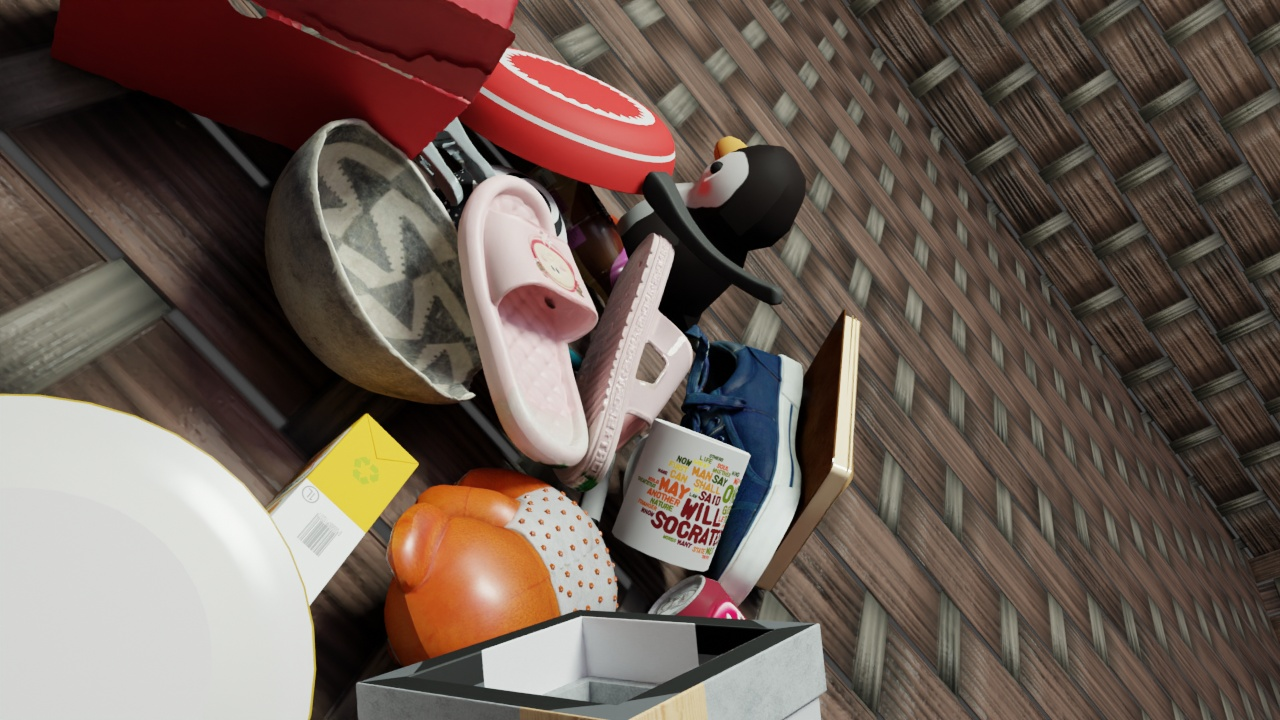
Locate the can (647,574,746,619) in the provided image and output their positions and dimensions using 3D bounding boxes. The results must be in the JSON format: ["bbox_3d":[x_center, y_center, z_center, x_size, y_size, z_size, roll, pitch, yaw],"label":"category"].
[{"bbox_3d":[0.058,0.214,0.655,0.114,0.063,0.063,53,32,-5],"label":"can"}]

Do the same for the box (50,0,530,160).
[{"bbox_3d":[-0.169,-0.230,0.489,0.210,0.319,0.121,17,44,-32],"label":"box"}]

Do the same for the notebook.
[{"bbox_3d":[0.147,0.078,0.811,0.024,0.168,0.224,23,37,-1],"label":"notebook"}]

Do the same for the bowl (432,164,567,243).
[{"bbox_3d":[-0.102,-0.108,0.725,0.120,0.067,0.120,33,39,-32],"label":"bowl"}]

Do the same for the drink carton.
[{"bbox_3d":[-0.172,0.087,0.466,0.040,0.059,0.122,48,33,-13],"label":"drink carton"}]

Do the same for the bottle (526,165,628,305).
[{"bbox_3d":[-0.041,-0.097,0.803,0.166,0.060,0.059,56,32,0],"label":"bottle"}]

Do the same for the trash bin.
[{"bbox_3d":[-0.008,0.248,0.387,0.142,0.143,0.247,0,83,-53],"label":"trash bin"}]

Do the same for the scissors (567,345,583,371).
[{"bbox_3d":[-0.079,-0.027,0.704,0.123,0.019,0.148,57,14,-18],"label":"scissors"}]

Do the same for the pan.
[{"bbox_3d":[-0.014,-0.164,0.757,0.356,0.067,0.208,37,27,24],"label":"pan"}]

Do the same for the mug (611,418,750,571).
[{"bbox_3d":[0.022,0.094,0.684,0.073,0.105,0.089,22,88,-35],"label":"mug"}]

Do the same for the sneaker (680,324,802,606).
[{"bbox_3d":[0.067,0.073,0.780,0.127,0.121,0.293,23,37,-7],"label":"sneaker"}]

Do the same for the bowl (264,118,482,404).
[{"bbox_3d":[-0.170,-0.049,0.555,0.178,0.081,0.178,-20,89,-79],"label":"bowl"}]

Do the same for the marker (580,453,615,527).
[{"bbox_3d":[-0.037,0.101,0.677,0.022,0.016,0.138,23,39,-8],"label":"marker"}]

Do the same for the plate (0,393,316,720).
[{"bbox_3d":[-0.233,0.117,0.332,0.229,0.021,0.229,16,59,-29],"label":"plate"}]

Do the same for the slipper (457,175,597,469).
[{"bbox_3d":[-0.071,-0.033,0.614,0.106,0.056,0.221,31,41,-53],"label":"slipper"}]

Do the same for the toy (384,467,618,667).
[{"bbox_3d":[-0.082,0.138,0.524,0.163,0.093,0.172,64,20,8],"label":"toy"}]

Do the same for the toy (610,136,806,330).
[{"bbox_3d":[0.077,-0.124,0.867,0.158,0.185,0.140,-17,77,-57],"label":"toy"}]

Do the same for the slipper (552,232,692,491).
[{"bbox_3d":[-0.004,0.004,0.701,0.064,0.094,0.238,29,50,-16],"label":"slipper"}]

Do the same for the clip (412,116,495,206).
[{"bbox_3d":[-0.155,-0.207,0.691,0.174,0.030,0.158,37,66,-2],"label":"clip"}]
